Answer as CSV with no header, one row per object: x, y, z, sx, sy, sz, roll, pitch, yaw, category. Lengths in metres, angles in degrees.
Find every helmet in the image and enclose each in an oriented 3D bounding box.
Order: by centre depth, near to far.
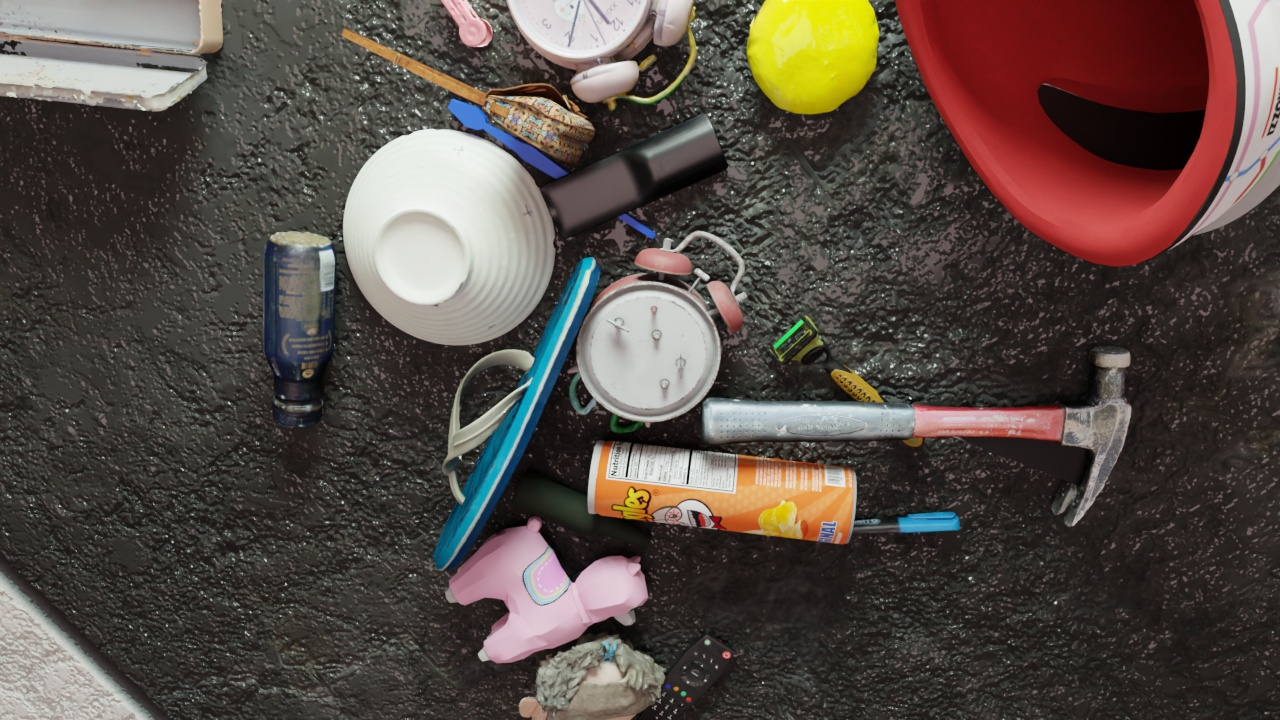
0.284,-0.238,0.524,0.235,0.231,0.314,-33,97,-21,helmet

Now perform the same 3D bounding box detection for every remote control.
-0.006,-0.139,0.699,0.140,0.021,0.045,-22,103,8,remote control
0.039,0.301,0.848,0.039,0.010,0.125,34,109,-5,remote control

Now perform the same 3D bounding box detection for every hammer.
0.210,0.057,0.714,0.326,0.036,0.140,1,105,0,hammer

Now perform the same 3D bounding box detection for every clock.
-0.028,-0.251,0.649,0.117,0.058,0.158,-40,100,17,clock
0.018,-0.025,0.708,0.110,0.061,0.157,35,103,-6,clock

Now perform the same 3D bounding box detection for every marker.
0.204,0.138,0.770,0.123,0.018,0.015,-4,102,9,marker

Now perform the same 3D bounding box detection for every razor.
0.172,0.023,0.735,0.144,0.021,0.044,39,125,-6,razor

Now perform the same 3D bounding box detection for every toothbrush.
-0.067,-0.148,0.716,0.186,0.011,0.017,32,109,-7,toothbrush

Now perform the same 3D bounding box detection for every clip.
-0.133,-0.256,0.673,0.023,0.039,0.059,-34,97,19,clip

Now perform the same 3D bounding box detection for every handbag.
-0.124,-0.203,0.666,0.196,0.093,0.043,26,103,3,handbag

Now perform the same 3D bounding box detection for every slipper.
-0.116,0.043,0.729,0.060,0.118,0.295,24,105,-15,slipper

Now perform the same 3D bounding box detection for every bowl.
-0.159,-0.087,0.714,0.177,0.070,0.177,2,109,6,bowl

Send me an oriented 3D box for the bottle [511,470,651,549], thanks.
-0.049,0.133,0.793,0.123,0.033,0.033,23,109,-2,bottle

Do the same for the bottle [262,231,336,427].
-0.282,-0.024,0.757,0.056,0.056,0.161,10,109,4,bottle

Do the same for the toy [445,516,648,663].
-0.078,0.196,0.798,0.157,0.067,0.123,-27,91,1,toy

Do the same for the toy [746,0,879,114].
0.122,-0.223,0.650,0.094,0.041,0.096,23,109,-6,toy

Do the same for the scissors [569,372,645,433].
-0.017,-0.005,0.755,0.078,0.013,0.132,18,107,3,scissors

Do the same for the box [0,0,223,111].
-0.435,-0.253,0.681,0.217,0.094,0.121,7,105,4,box

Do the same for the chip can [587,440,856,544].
0.066,0.107,0.754,0.210,0.062,0.062,6,109,5,chip can

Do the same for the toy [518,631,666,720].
-0.050,0.309,0.831,0.132,0.076,0.176,5,124,-25,toy
